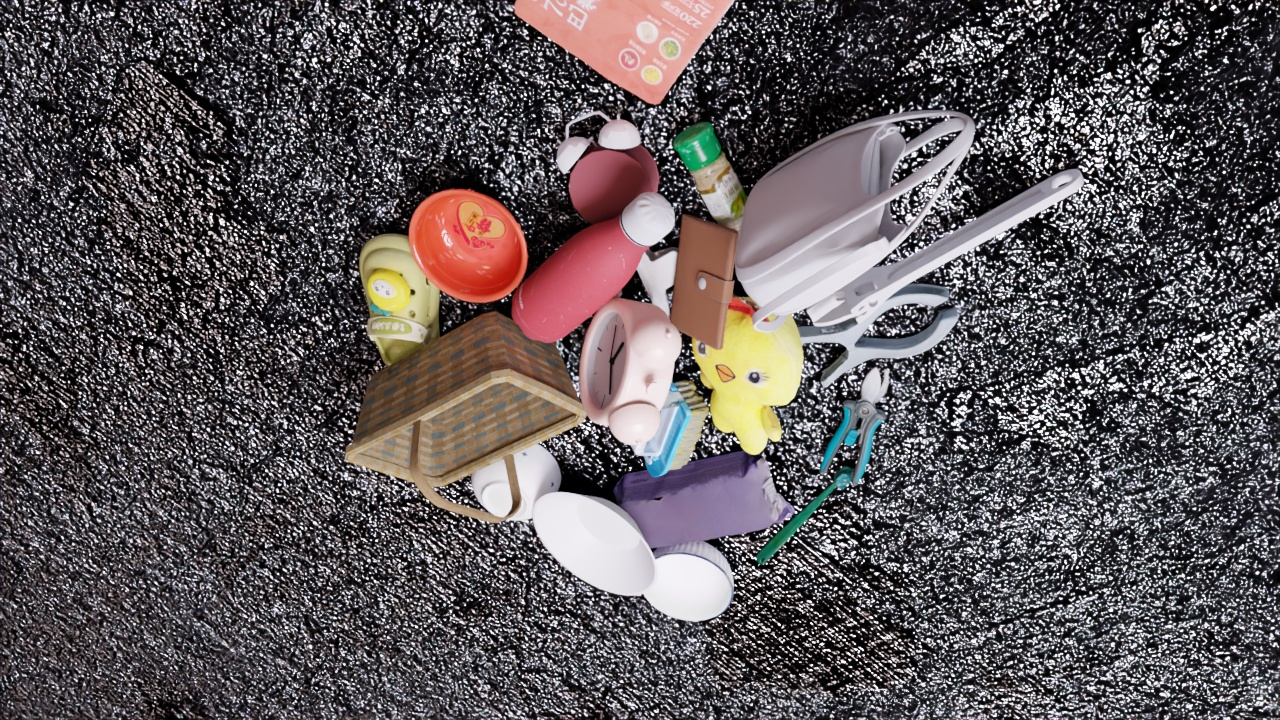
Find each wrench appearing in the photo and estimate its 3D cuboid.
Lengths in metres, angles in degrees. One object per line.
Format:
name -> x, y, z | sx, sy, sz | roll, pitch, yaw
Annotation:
wrench -> 0.284, -0.107, 0.876 | 0.274, 0.086, 0.018 | -31, 112, 18

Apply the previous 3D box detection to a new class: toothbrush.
toothbrush -> 0.198, 0.193, 1.116 | 0.016, 0.017, 0.190 | 31, 124, -7

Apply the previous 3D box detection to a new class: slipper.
slipper -> -0.277, -0.049, 1.035 | 0.092, 0.081, 0.191 | 10, 127, 10

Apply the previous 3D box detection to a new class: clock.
clock -> -0.006, 0.006, 0.948 | 0.086, 0.160, 0.131 | 11, 104, -19
clock -> -0.030, -0.184, 0.906 | 0.087, 0.044, 0.124 | -16, 118, 22

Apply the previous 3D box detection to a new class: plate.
plate -> -0.048, 0.214, 1.125 | 0.174, 0.036, 0.174 | 20, 136, 20

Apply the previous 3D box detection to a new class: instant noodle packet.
instant noodle packet -> 0.002, -0.339, 0.787 | 0.164, 0.083, 0.222 | 30, 133, -12

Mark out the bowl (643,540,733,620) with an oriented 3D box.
bowl -> 0.063, 0.268, 1.171 | 0.118, 0.062, 0.118 | 6, 123, 9

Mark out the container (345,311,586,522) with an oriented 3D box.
container -> -0.193, 0.083, 1.016 | 0.251, 0.186, 0.157 | -25, 147, 27

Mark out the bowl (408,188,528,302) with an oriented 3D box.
bowl -> -0.177, -0.128, 0.977 | 0.130, 0.045, 0.131 | 6, 124, 9

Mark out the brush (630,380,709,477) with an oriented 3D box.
brush -> 0.022, 0.086, 1.047 | 0.075, 0.055, 0.136 | -11, 140, -26

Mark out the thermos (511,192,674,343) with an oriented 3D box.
thermos -> -0.047, -0.093, 0.913 | 0.073, 0.073, 0.241 | 40, 141, -14

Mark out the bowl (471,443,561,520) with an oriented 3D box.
bowl -> -0.161, 0.157, 1.152 | 0.113, 0.063, 0.114 | 6, 124, 9

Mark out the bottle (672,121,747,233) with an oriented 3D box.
bottle -> 0.073, -0.173, 0.889 | 0.043, 0.043, 0.111 | -20, 116, 24

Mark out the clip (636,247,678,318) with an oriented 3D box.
clip -> 0.020, -0.093, 0.962 | 0.054, 0.057, 0.102 | 1, 128, 42

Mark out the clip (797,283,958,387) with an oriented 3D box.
clip -> 0.237, -0.041, 0.947 | 0.164, 0.027, 0.106 | -28, 111, 27

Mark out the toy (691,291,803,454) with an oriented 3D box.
toy -> 0.113, 0.011, 0.970 | 0.134, 0.092, 0.208 | 36, 135, 33

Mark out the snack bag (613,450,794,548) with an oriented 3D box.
snack bag -> 0.072, 0.173, 1.108 | 0.206, 0.058, 0.096 | -15, 118, 23

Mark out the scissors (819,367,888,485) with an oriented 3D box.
scissors -> 0.239, 0.077, 1.025 | 0.150, 0.019, 0.131 | -25, 104, 27

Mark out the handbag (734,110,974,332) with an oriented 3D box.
handbag -> 0.188, -0.130, 0.787 | 0.223, 0.215, 0.095 | -28, 122, 38

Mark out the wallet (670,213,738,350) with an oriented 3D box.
wallet -> 0.061, -0.080, 0.920 | 0.013, 0.087, 0.121 | -8, 114, -34
